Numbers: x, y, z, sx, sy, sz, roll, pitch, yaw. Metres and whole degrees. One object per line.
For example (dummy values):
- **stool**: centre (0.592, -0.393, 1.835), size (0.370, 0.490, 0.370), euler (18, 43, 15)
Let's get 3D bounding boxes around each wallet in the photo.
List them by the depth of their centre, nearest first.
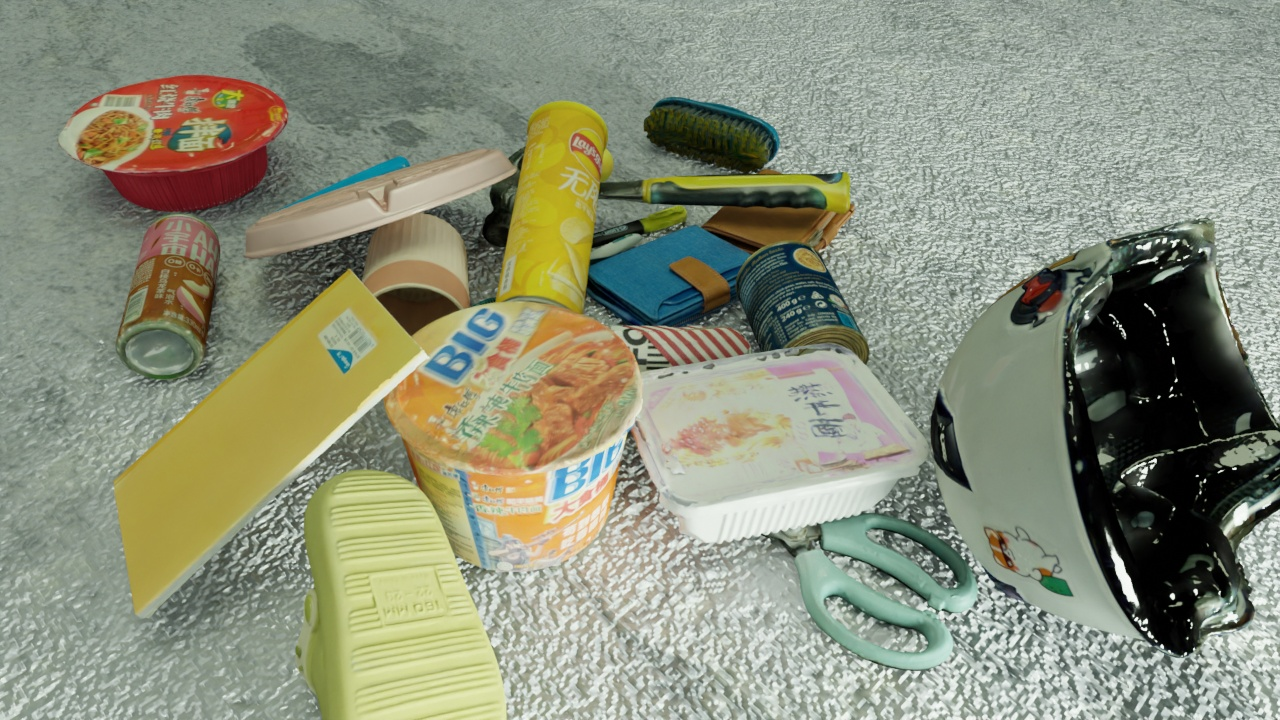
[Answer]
- **wallet**: centre (0.029, -0.071, 0.778), size (0.132, 0.040, 0.106), euler (-26, 45, -30)
- **wallet**: centre (0.131, -0.133, 0.862), size (0.108, 0.031, 0.131), euler (22, 45, 23)

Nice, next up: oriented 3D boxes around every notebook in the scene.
- **notebook**: centre (-0.231, 0.038, 0.554), size (0.206, 0.010, 0.146), euler (-45, 41, -7)

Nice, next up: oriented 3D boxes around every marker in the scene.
- **marker**: centre (-0.011, -0.122, 0.848), size (0.124, 0.015, 0.018), euler (-20, 43, -23)

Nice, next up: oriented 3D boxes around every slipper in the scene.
- **slipper**: centre (-0.135, 0.150, 0.485), size (0.091, 0.082, 0.190), euler (5, 50, -38)

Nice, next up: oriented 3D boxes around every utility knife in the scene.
- **utility knife**: centre (-0.282, -0.156, 0.863), size (0.034, 0.018, 0.159), euler (23, 45, 37)

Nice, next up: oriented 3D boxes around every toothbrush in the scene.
- **toothbrush**: centre (-0.069, -0.072, 0.787), size (0.191, 0.016, 0.018), euler (-28, 61, -31)

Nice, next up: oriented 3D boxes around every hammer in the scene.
- **hammer**: centre (0.024, -0.157, 0.831), size (0.323, 0.032, 0.126), euler (1, 55, 7)

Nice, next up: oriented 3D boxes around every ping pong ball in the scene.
- **ping pong ball**: centre (-0.047, -0.194, 0.908), size (0.040, 0.040, 0.040), euler (2, 41, -2)

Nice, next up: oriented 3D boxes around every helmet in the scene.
- **helmet**: centre (0.267, 0.045, 0.559), size (0.273, 0.230, 0.157), euler (-36, 13, -34)

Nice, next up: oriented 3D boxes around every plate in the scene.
- **plate**: centre (-0.215, -0.134, 0.754), size (0.229, 0.028, 0.229), euler (-16, 17, 5)

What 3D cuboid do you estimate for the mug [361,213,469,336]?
- **mug**: centre (-0.187, -0.047, 0.709), size (0.115, 0.082, 0.105), euler (-25, 39, 11)

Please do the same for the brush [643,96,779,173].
- **brush**: centre (0.078, -0.242, 0.962), size (0.144, 0.055, 0.073), euler (18, 44, 16)

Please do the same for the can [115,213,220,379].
- **can**: centre (-0.360, -0.052, 0.705), size (0.058, 0.058, 0.147), euler (-7, 42, -12)

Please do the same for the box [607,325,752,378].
- **box**: centre (-0.005, 0.005, 0.674), size (0.163, 0.076, 0.087), euler (-3, 13, -11)

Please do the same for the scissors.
- **scissors**: centre (0.112, 0.136, 0.565), size (0.185, 0.019, 0.129), euler (12, 41, 11)

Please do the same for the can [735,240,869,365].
- **can**: centre (0.123, -0.031, 0.710), size (0.075, 0.075, 0.111), euler (-4, 42, -10)

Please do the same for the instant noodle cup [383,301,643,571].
- **instant noodle cup**: centre (-0.076, 0.051, 0.571), size (0.151, 0.112, 0.151), euler (2, 41, -2)

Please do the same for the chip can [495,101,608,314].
- **chip can**: centre (-0.071, -0.114, 0.748), size (0.072, 0.072, 0.212), euler (5, 57, 0)

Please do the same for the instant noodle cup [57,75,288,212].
- **instant noodle cup**: centre (-0.429, -0.200, 0.864), size (0.194, 0.066, 0.193), euler (3, 41, -3)

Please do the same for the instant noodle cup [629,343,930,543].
- **instant noodle cup**: centre (0.080, 0.057, 0.599), size (0.173, 0.060, 0.138), euler (-8, 36, -13)
